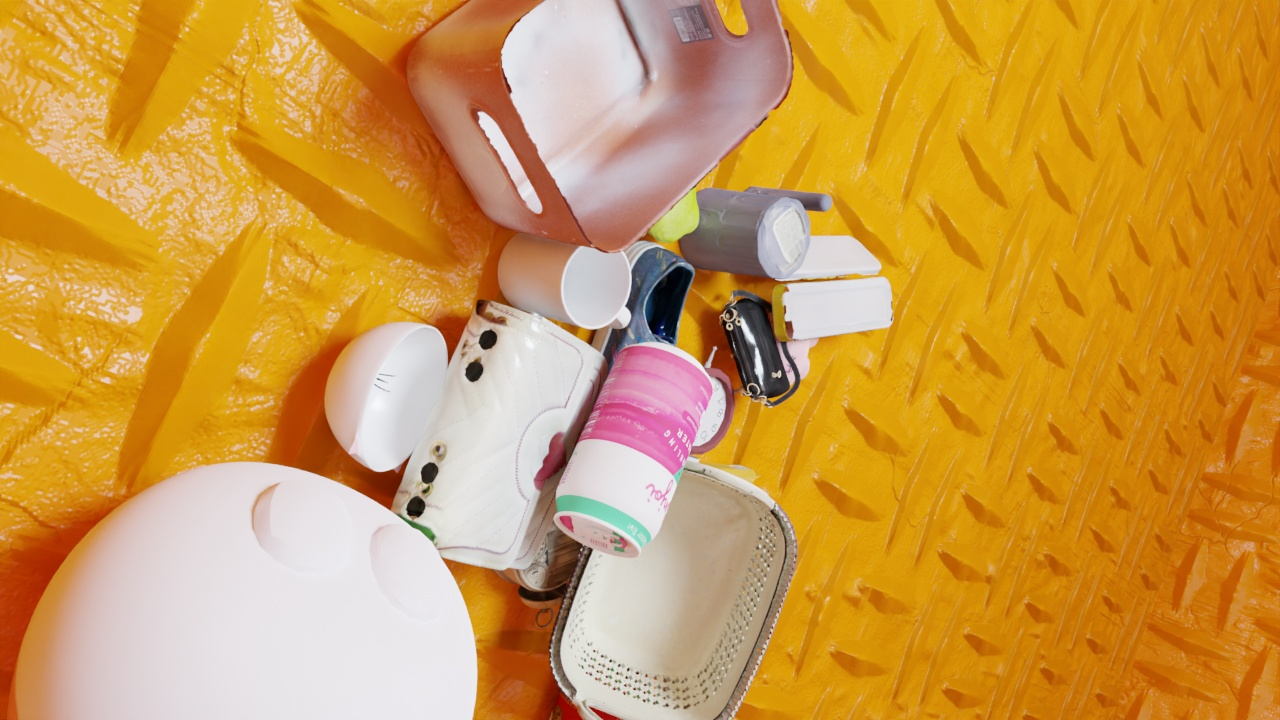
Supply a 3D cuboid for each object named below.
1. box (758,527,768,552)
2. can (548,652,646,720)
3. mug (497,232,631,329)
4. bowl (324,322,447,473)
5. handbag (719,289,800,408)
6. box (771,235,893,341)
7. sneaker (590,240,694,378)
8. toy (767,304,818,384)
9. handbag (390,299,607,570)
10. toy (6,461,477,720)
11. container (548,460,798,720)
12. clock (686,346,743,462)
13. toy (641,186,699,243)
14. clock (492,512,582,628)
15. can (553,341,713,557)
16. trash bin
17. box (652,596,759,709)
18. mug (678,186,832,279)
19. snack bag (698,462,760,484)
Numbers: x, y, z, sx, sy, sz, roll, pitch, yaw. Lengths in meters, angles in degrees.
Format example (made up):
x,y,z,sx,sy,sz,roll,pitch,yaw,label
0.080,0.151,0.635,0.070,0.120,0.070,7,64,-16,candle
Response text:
x,y,z,sx,sy,sz,roll,pitch,yaw,label
0.090,0.180,0.997,0.165,0.084,0.095,-26,131,-28,box
-0.049,0.366,0.917,0.086,0.087,0.116,24,85,-44,can
-0.054,-0.061,0.785,0.110,0.091,0.073,41,73,-42,mug
-0.197,0.021,0.689,0.114,0.050,0.114,19,89,-76,bowl
0.120,-0.012,0.959,0.079,0.054,0.128,-14,86,-65,handbag
0.204,-0.086,1.016,0.209,0.046,0.128,-8,73,-42,box
-0.005,0.005,0.859,0.087,0.079,0.235,19,89,-44,sneaker
0.170,-0.016,1.039,0.105,0.053,0.108,9,95,-59,toy
-0.112,0.063,0.743,0.142,0.096,0.198,32,78,-62,handbag
-0.248,0.205,0.580,0.262,0.265,0.281,33,108,-28,toy
0.028,0.211,0.851,0.185,0.143,0.251,21,92,-1,container
0.045,0.057,0.942,0.137,0.048,0.096,-54,131,-19,clock
0.008,-0.153,0.851,0.117,0.043,0.092,-14,110,-37,toy
-0.090,0.186,0.850,0.092,0.055,0.141,-14,109,-39,clock
-0.005,0.071,0.755,0.088,0.088,0.165,48,54,-40,can
-0.031,-0.225,0.715,0.259,0.157,0.181,-47,129,-24,trash bin
0.054,0.327,0.946,0.030,0.139,0.186,38,48,-4,box
0.116,-0.136,0.913,0.123,0.104,0.084,-38,124,-29,mug
0.095,0.127,1.024,0.099,0.026,0.020,9,95,-45,snack bag
